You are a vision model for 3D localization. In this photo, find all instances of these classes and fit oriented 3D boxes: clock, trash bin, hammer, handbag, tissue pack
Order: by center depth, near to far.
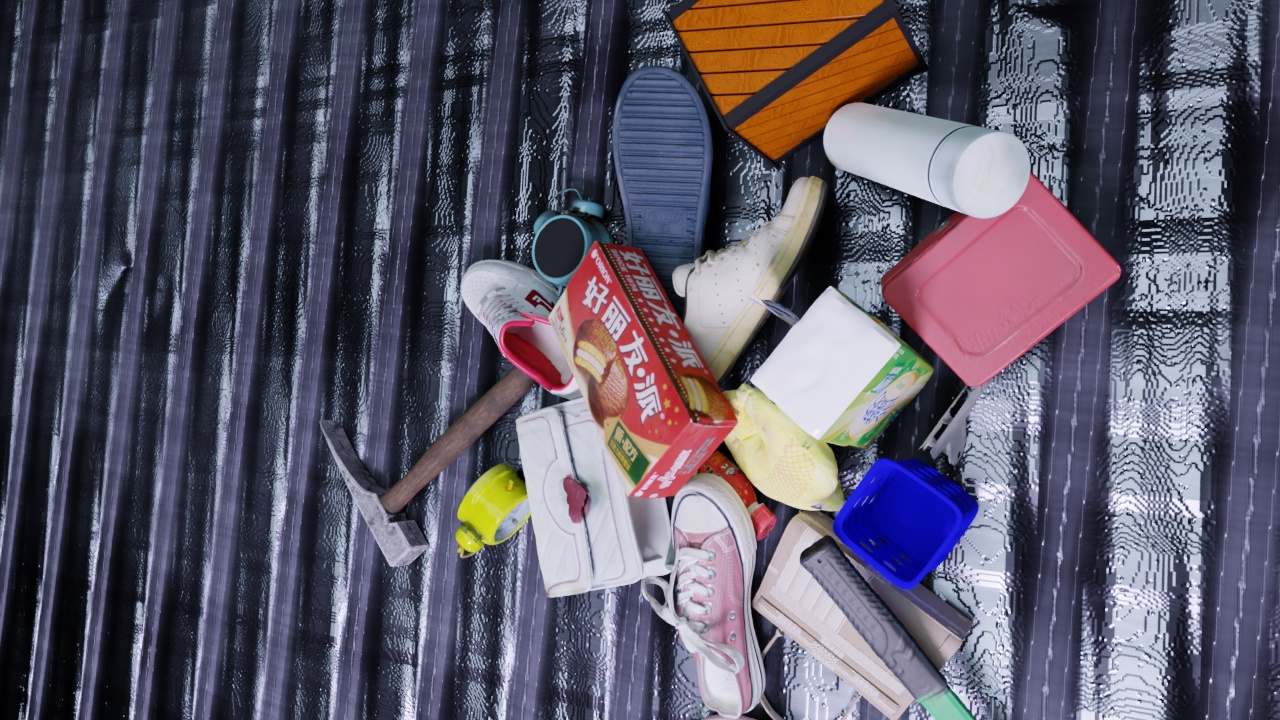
[{"bbox_3d":[0.247,0.278,0.771,0.130,0.032,0.319,-40,91,23],"label":"hammer"},{"bbox_3d":[0.161,-0.008,0.807,0.120,0.197,0.141,-49,66,5],"label":"tissue pack"},{"bbox_3d":[0.178,0.271,0.864,0.176,0.062,0.198,36,111,23],"label":"handbag"},{"bbox_3d":[0.148,-0.303,0.867,0.172,0.139,0.139,-31,72,22],"label":"trash bin"},{"bbox_3d":[-0.056,0.142,0.970,0.142,0.096,0.198,-17,80,27],"label":"handbag"},{"bbox_3d":[-0.079,-0.135,1.026,0.090,0.053,0.124,-19,75,25],"label":"clock"},{"bbox_3d":[-0.168,0.173,1.035,0.057,0.083,0.119,39,102,18],"label":"clock"},{"bbox_3d":[-0.251,0.076,1.112,0.301,0.037,0.217,-42,68,18],"label":"hammer"}]

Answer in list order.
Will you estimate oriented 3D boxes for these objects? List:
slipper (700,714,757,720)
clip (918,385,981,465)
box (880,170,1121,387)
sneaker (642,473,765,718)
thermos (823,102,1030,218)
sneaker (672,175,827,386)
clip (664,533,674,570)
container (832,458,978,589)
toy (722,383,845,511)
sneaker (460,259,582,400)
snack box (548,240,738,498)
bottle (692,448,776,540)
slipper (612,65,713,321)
[{"bbox_3d":[0.139,0.411,0.869,0.222,0.055,0.107,9,92,27],"label":"slipper"},{"bbox_3d":[0.279,0.067,0.821,0.044,0.101,0.054,27,142,30],"label":"clip"},{"bbox_3d":[0.303,-0.071,0.780,0.157,0.127,0.137,-44,73,18],"label":"box"},{"bbox_3d":[0.060,0.230,0.867,0.118,0.087,0.241,-4,98,41],"label":"sneaker"},{"bbox_3d":[0.233,-0.176,0.781,0.068,0.068,0.230,-61,24,11],"label":"thermos"},{"bbox_3d":[0.091,-0.084,0.901,0.102,0.088,0.242,33,108,9],"label":"sneaker"},{"bbox_3d":[0.044,0.182,0.951,0.023,0.061,0.075,-4,69,26],"label":"clip"},{"bbox_3d":[0.236,0.137,0.803,0.085,0.113,0.084,38,104,25],"label":"container"},{"bbox_3d":[0.129,0.084,0.848,0.064,0.171,0.155,-42,92,-11],"label":"toy"},{"bbox_3d":[-0.133,-0.041,1.018,0.236,0.104,0.090,43,106,24],"label":"sneaker"},{"bbox_3d":[-0.005,0.005,0.887,0.113,0.060,0.236,-53,48,34],"label":"snack box"},{"bbox_3d":[0.075,0.126,0.920,0.137,0.062,0.062,38,104,26],"label":"bottle"},{"bbox_3d":[0.032,-0.170,0.961,0.101,0.082,0.264,2,106,15],"label":"slipper"}]
